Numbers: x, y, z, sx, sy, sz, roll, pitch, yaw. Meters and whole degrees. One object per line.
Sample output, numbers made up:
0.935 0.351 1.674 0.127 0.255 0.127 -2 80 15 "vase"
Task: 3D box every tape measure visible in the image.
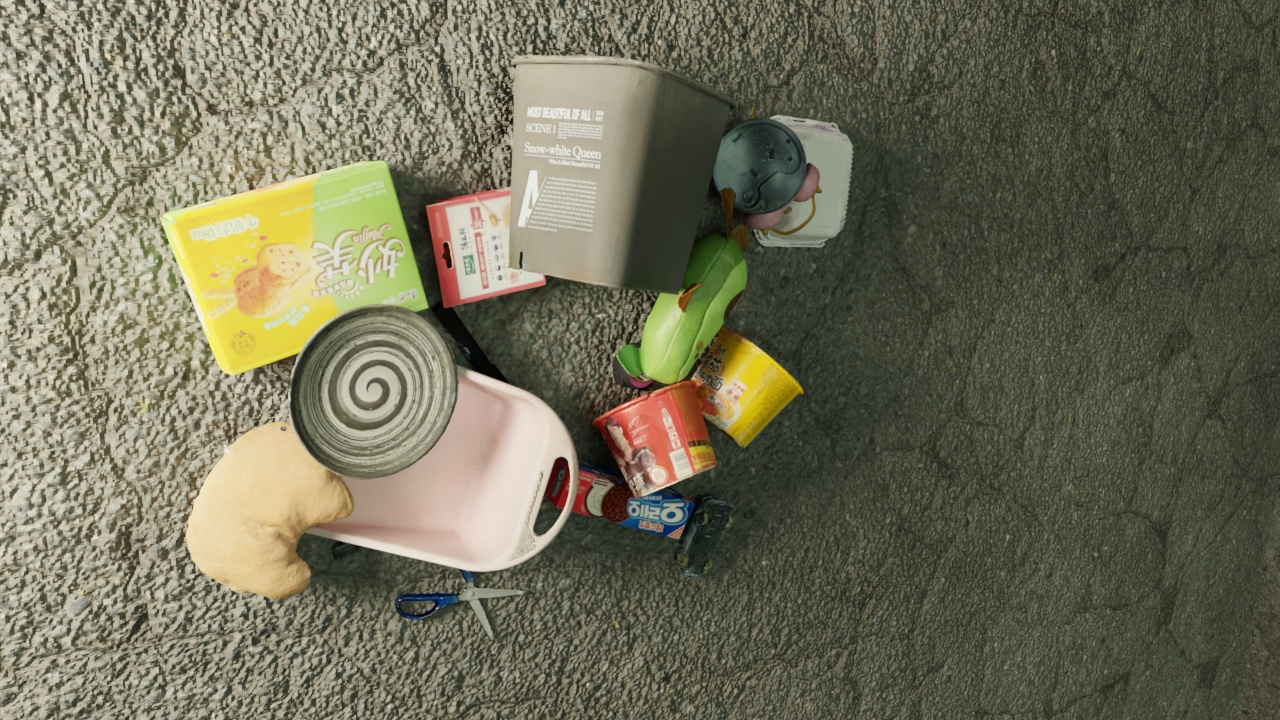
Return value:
-0.007 0.007 1.159 0.057 0.039 0.058 10 101 -34 "tape measure"

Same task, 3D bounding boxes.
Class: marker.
-0.192 -0.014 1.046 0.022 0.020 0.132 -46 122 -24 "marker"

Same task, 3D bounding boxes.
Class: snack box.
-0.333 -0.096 0.904 0.209 0.070 0.158 -23 113 -26 "snack box"
-0.175 -0.127 1.014 0.126 0.044 0.113 -17 111 -30 "snack box"
-0.026 0.175 1.178 0.207 0.057 0.058 22 92 -35 "snack box"

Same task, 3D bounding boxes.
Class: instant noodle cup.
0.126 0.040 1.203 0.138 0.138 0.110 40 88 -33 "instant noodle cup"
0.022 0.100 1.120 0.137 0.138 0.108 -18 81 -29 "instant noodle cup"
0.227 -0.238 1.238 0.137 0.060 0.173 -3 102 -32 "instant noodle cup"

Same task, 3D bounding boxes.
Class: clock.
0.159 -0.231 1.160 0.117 0.059 0.158 -40 98 9 "clock"

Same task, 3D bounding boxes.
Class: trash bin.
-0.034 -0.192 0.976 0.198 0.199 0.220 1 101 -54 "trash bin"

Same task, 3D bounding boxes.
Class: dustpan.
-0.212 0.107 0.981 0.273 0.139 0.222 16 90 -33 "dustpan"

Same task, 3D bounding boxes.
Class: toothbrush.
-0.266 0.168 1.047 0.188 0.014 0.017 -33 123 -23 "toothbrush"

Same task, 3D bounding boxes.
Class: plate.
-0.267 0.030 0.925 0.179 0.024 0.179 -9 104 -37 "plate"

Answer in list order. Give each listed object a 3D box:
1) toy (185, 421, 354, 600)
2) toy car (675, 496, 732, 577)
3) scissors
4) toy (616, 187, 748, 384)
-0.360 0.126 0.927 0.143 0.082 0.226 32 83 -15 "toy"
0.087 0.247 1.282 0.054 0.037 0.121 12 105 -35 "toy car"
-0.215 0.275 1.108 0.175 0.012 0.162 -7 105 -32 "scissors"
0.069 -0.077 1.109 0.246 0.090 0.227 -61 168 -2 "toy"
